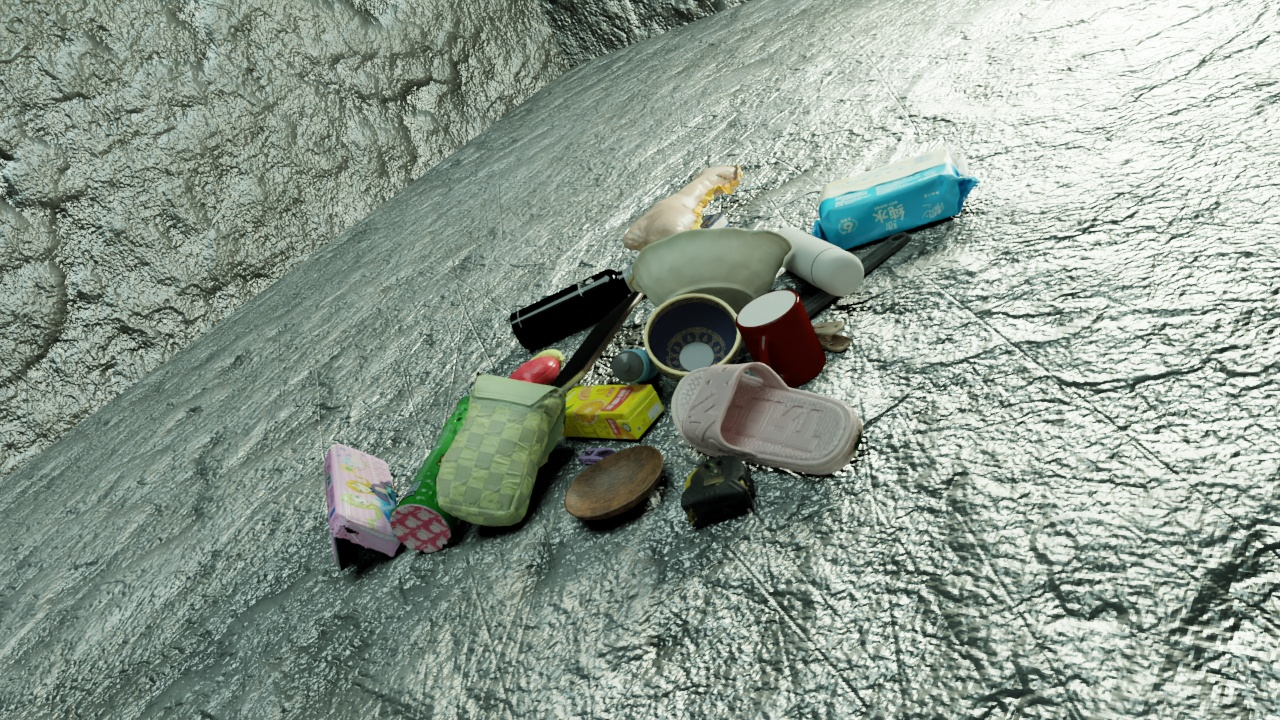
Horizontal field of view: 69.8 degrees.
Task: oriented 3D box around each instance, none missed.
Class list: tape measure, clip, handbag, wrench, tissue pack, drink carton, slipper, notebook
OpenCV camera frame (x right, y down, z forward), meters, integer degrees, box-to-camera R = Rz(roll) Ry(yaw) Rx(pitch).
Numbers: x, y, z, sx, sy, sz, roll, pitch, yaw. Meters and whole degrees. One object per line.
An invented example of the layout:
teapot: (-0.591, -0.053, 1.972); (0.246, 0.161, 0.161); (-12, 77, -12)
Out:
tape measure: (0.074, 0.117, 0.864); (0.067, 0.038, 0.062); (-20, 26, 19)
clip: (-0.052, 0.111, 1.040); (0.036, 0.013, 0.053); (-39, 24, -22)
clip: (0.201, -0.033, 1.008); (0.024, 0.043, 0.061); (-41, 33, -27)
handbag: (-0.157, 0.105, 1.055); (0.113, 0.117, 0.186); (11, 65, 16)
wrench: (0.226, -0.080, 1.101); (0.272, 0.018, 0.073); (-36, 25, -18)
tissue pack: (0.325, -0.210, 1.182); (0.210, 0.066, 0.116); (-17, 27, 22)
drink carton: (-0.041, 0.061, 1.085); (0.135, 0.043, 0.058); (-3, 34, 46)
slipper: (0.104, 0.051, 0.899); (0.240, 0.064, 0.094); (14, 70, 50)
notebook: (-0.066, -0.017, 1.230); (0.142, 0.008, 0.208); (-38, 13, 44)

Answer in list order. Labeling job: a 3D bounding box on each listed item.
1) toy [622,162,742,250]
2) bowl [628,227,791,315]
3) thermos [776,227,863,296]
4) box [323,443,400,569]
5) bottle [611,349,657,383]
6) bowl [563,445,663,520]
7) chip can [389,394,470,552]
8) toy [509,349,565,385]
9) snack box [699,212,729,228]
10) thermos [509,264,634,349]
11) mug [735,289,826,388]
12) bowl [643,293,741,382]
toy: (0.092, -0.237, 1.427); (0.263, 0.065, 0.196); (-37, 34, -30)
bowl: (0.084, -0.094, 1.137); (0.220, 0.188, 0.060); (-16, 65, 34)
thermos: (0.211, -0.122, 1.118); (0.052, 0.052, 0.224); (-29, 18, 0)
box: (-0.367, 0.196, 1.159); (0.097, 0.085, 0.230); (-61, 26, 6)
bottle: (-0.006, 0.006, 1.090); (0.040, 0.040, 0.130); (-25, -4, 9)
bowl: (-0.023, 0.133, 0.950); (0.114, 0.026, 0.101); (-25, 25, 7)
chip can: (-0.227, 0.130, 1.117); (0.076, 0.075, 0.222); (-18, 28, 23)
toy: (-0.150, 0.026, 1.246); (0.092, 0.045, 0.134); (-35, 8, 37)
snack box: (0.067, -0.179, 1.438); (0.082, 0.027, 0.149); (4, 42, 49)
thermos: (-0.082, -0.090, 1.387); (0.231, 0.061, 0.061); (-24, 26, 11)
mug: (0.146, -0.013, 0.979); (0.073, 0.082, 0.105); (-12, 30, 31)
bowl: (0.064, -0.016, 1.083); (0.112, 0.061, 0.112); (-5, 59, 8)
